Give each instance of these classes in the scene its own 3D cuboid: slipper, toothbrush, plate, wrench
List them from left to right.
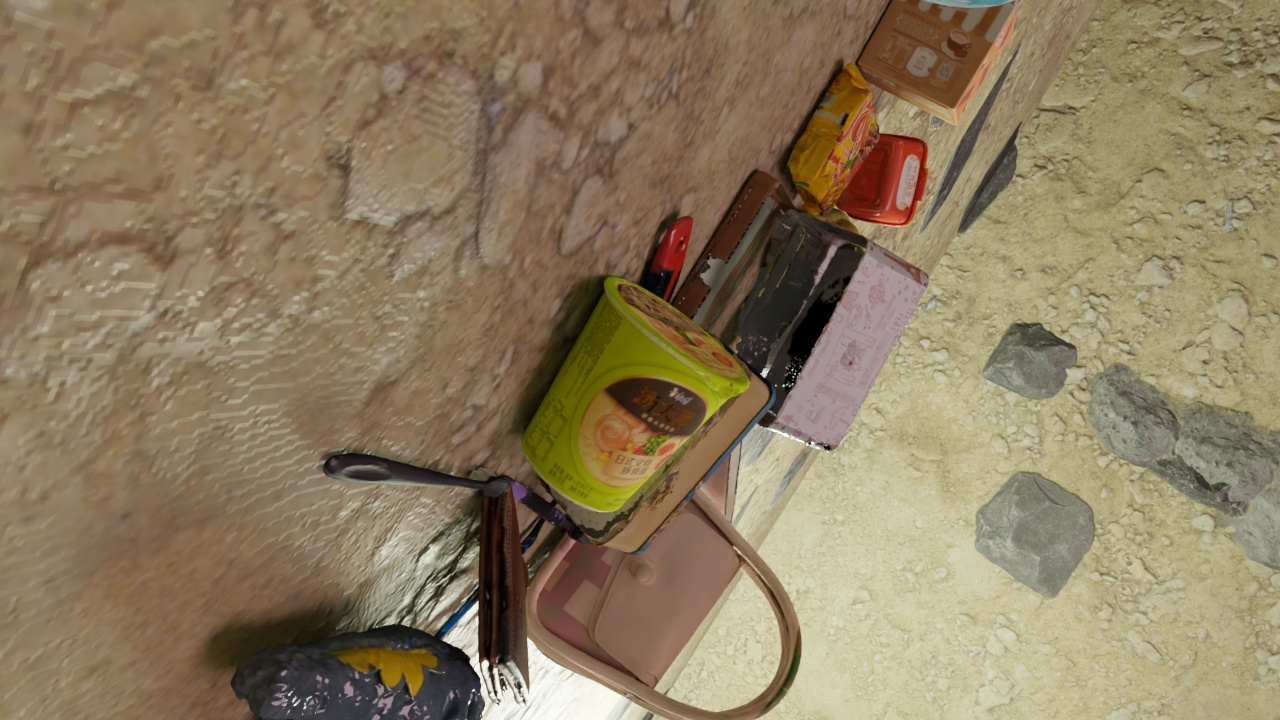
[{"bbox_3d":[-0.117,0.062,0.499,0.015,0.018,0.181,-50,161,3],"label":"toothbrush"},{"bbox_3d":[-0.099,0.155,0.716,0.189,0.016,0.014,-46,156,-28],"label":"toothbrush"},{"bbox_3d":[-0.068,0.116,0.695,0.014,0.017,0.189,-51,154,-9],"label":"toothbrush"},{"bbox_3d":[-0.004,0.004,0.701,0.056,0.016,0.274,-38,155,-41],"label":"wrench"},{"bbox_3d":[0.085,0.094,0.986,0.192,0.039,0.192,7,89,-80],"label":"plate"},{"bbox_3d":[0.190,-0.103,0.941,0.092,0.081,0.190,-60,161,19],"label":"slipper"}]

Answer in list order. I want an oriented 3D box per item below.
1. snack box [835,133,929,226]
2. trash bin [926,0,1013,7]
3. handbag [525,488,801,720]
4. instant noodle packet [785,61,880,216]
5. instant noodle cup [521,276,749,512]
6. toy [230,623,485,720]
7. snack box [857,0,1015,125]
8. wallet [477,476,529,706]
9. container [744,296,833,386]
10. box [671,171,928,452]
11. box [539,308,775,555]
[{"bbox_3d":[0.240,-0.183,0.920,0.080,0.082,0.091,-8,111,-58],"label":"snack box"},{"bbox_3d":[0.154,-0.265,0.365,0.225,0.226,0.196,-46,173,-32],"label":"trash bin"},{"bbox_3d":[0.029,0.217,0.804,0.193,0.234,0.093,-50,164,-22],"label":"handbag"},{"bbox_3d":[0.169,-0.187,0.794,0.111,0.044,0.128,-63,162,4],"label":"instant noodle packet"},{"bbox_3d":[-0.011,0.028,0.588,0.123,0.111,0.111,-53,164,14],"label":"instant noodle cup"},{"bbox_3d":[-0.162,0.239,0.566,0.137,0.091,0.357,-30,148,-34],"label":"toy"},{"bbox_3d":[0.256,-0.271,0.793,0.094,0.093,0.077,-61,163,14],"label":"snack box"},{"bbox_3d":[-0.091,0.154,0.604,0.101,0.032,0.124,94,-9,-54],"label":"wallet"},{"bbox_3d":[0.164,-0.018,0.928,0.090,0.114,0.090,75,13,-66],"label":"container"},{"bbox_3d":[0.101,-0.051,0.767,0.177,0.153,0.182,23,98,-33],"label":"box"},{"bbox_3d":[0.016,0.051,0.672,0.184,0.090,0.061,-47,147,4],"label":"box"}]
